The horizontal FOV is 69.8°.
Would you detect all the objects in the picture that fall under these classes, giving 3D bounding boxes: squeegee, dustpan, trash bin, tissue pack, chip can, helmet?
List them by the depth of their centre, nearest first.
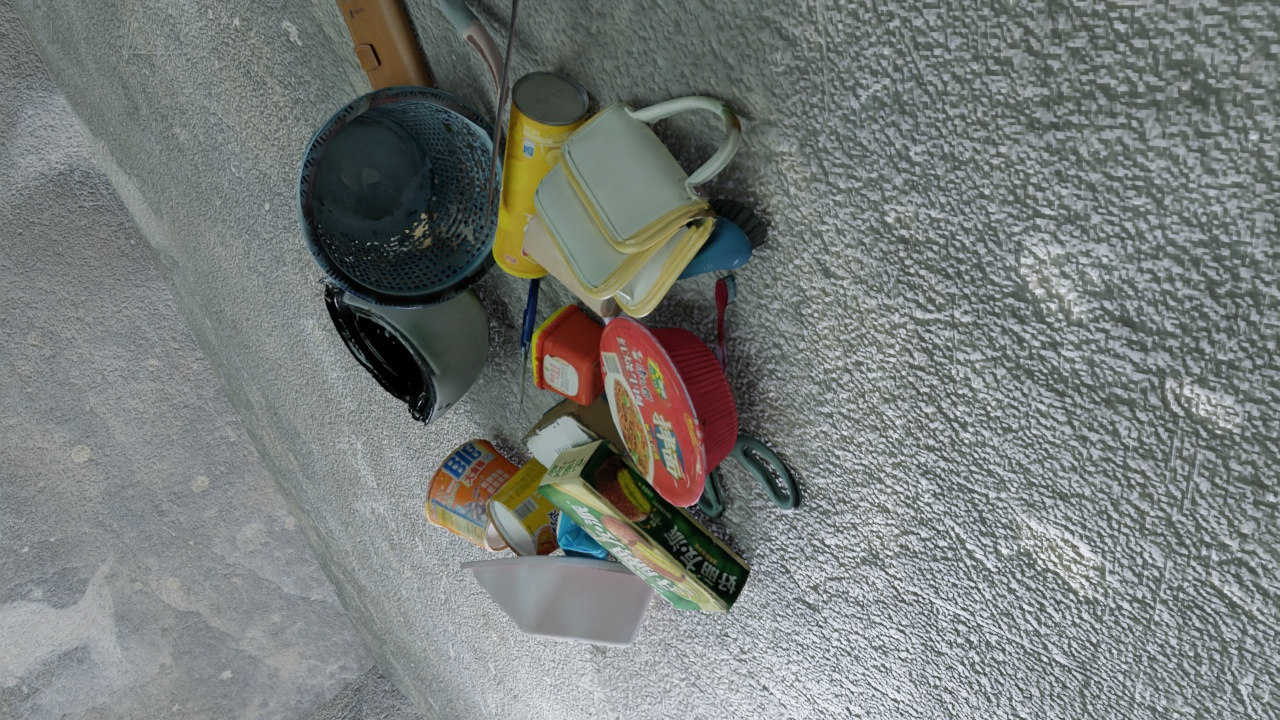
[{"bbox_3d":[-0.157,-0.296,0.841,0.249,0.040,0.248,62,153,27],"label":"squeegee"},{"bbox_3d":[-0.099,-0.172,0.889,0.072,0.071,0.214,45,147,17],"label":"chip can"},{"bbox_3d":[-0.277,-0.190,1.003,0.195,0.226,0.227,32,144,53],"label":"trash bin"},{"bbox_3d":[-0.067,0.201,1.145,0.063,0.089,0.140,9,162,4],"label":"tissue pack"},{"bbox_3d":[-0.287,-0.047,1.185,0.230,0.156,0.274,60,159,-17],"label":"helmet"},{"bbox_3d":[-0.087,0.283,1.237,0.273,0.222,0.139,28,100,58],"label":"dustpan"}]

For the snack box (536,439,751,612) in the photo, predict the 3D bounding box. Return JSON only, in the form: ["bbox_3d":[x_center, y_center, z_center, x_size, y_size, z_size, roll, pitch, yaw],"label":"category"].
[{"bbox_3d":[0.005,0.192,1.045,0.240,0.063,0.115,43,152,-15],"label":"snack box"}]

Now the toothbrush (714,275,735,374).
[{"bbox_3d":[0.078,0.000,0.857,0.016,0.017,0.188,33,141,38],"label":"toothbrush"}]

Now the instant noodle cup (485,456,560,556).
[{"bbox_3d":[-0.138,0.206,1.269,0.138,0.109,0.138,35,145,29],"label":"instant noodle cup"}]

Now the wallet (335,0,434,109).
[{"bbox_3d":[-0.282,-0.342,1.016,0.119,0.035,0.131,7,126,43],"label":"wallet"}]

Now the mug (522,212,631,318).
[{"bbox_3d":[-0.045,-0.096,0.891,0.103,0.084,0.125,43,171,17],"label":"mug"}]

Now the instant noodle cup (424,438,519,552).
[{"bbox_3d":[-0.229,0.207,1.370,0.111,0.151,0.152,27,140,26],"label":"instant noodle cup"}]

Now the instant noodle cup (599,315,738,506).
[{"bbox_3d":[0.032,0.040,0.885,0.194,0.065,0.194,47,149,40],"label":"instant noodle cup"}]

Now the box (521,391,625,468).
[{"bbox_3d":[-0.074,0.089,1.109,0.090,0.059,0.185,47,148,-9],"label":"box"}]

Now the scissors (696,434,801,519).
[{"bbox_3d":[0.089,0.116,0.956,0.170,0.019,0.180,41,144,22],"label":"scissors"}]

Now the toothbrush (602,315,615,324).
[{"bbox_3d":[-0.006,0.006,0.983,0.189,0.021,0.029,63,180,-12],"label":"toothbrush"}]

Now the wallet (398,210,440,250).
[{"bbox_3d":[-0.302,-0.186,1.201,0.115,0.024,0.087,33,138,29],"label":"wallet"}]

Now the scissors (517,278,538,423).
[{"bbox_3d":[-0.132,-0.012,1.050,0.157,0.012,0.165,-159,78,-79],"label":"scissors"}]

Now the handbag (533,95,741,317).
[{"bbox_3d":[-0.001,-0.147,0.738,0.179,0.063,0.163,-49,49,23],"label":"handbag"}]

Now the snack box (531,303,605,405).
[{"bbox_3d":[-0.072,-0.002,1.010,0.080,0.081,0.091,30,143,19],"label":"snack box"}]

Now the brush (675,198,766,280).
[{"bbox_3d":[0.036,-0.098,0.770,0.144,0.073,0.055,13,143,51],"label":"brush"}]
